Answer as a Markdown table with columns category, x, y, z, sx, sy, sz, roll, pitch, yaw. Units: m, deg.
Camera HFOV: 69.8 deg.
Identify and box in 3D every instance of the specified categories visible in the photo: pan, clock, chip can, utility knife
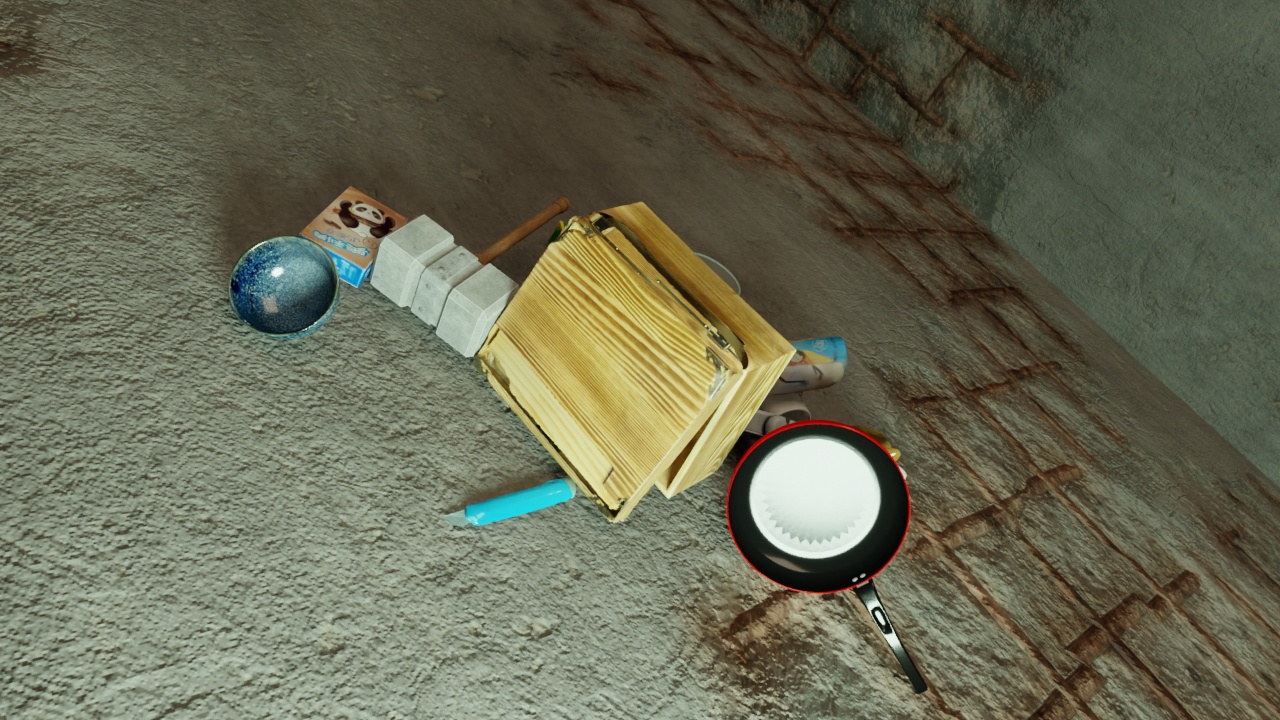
| category | x | y | z | sx | sy | sz | roll | pitch | yaw |
| --- | --- | --- | --- | --- | --- | --- | --- | --- | --- |
| pan | 0.244 | 0.232 | 1.084 | 0.356 | 0.209 | 0.067 | 59 | 12 | -7 |
| clock | 0.112 | -0.118 | 1.523 | 0.122 | 0.045 | 0.159 | 2 | 42 | -40 |
| chip can | 0.168 | 0.011 | 1.274 | 0.229 | 0.080 | 0.079 | -4 | 39 | -1 |
| utility knife | -0.132 | 0.150 | 0.968 | 0.173 | 0.015 | 0.031 | -7 | 47 | -46 |
| clock | 0.159 | 0.084 | 1.234 | 0.123 | 0.035 | 0.094 | 13 | -3 | 31 |

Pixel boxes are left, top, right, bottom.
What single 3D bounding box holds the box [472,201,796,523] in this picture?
| category | x | y | z | sx | sy | sz | roll | pitch | yaw |
| --- | --- | --- | --- | --- | --- | --- | --- | --- | --- |
| box | -0.013 | -0.009 | 1.057 | 0.214 | 0.258 | 0.279 | -19 | 57 | -43 |

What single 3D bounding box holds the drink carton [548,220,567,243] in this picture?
| category | x | y | z | sx | sy | sz | roll | pitch | yaw |
| --- | --- | --- | --- | --- | --- | --- | --- | --- | --- |
| drink carton | -0.075 | -0.167 | 1.420 | 0.122 | 0.041 | 0.058 | 15 | 37 | -29 |

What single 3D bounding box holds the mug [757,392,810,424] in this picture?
| category | x | y | z | sx | sy | sz | roll | pitch | yaw |
| --- | --- | --- | --- | --- | --- | --- | --- | --- | --- |
| mug | 0.203 | 0.070 | 1.341 | 0.110 | 0.074 | 0.090 | 40 | 20 | -47 |

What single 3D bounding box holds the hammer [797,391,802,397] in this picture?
| category | x | y | z | sx | sy | sz | roll | pitch | yaw |
| --- | --- | --- | --- | --- | --- | --- | --- | --- | --- |
| hammer | 0.110 | -0.008 | 1.383 | 0.300 | 0.037 | 0.217 | 35 | 32 | -1 |

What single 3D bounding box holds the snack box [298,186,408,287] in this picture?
| category | x | y | z | sx | sy | sz | roll | pitch | yaw |
| --- | --- | --- | --- | --- | --- | --- | --- | --- | --- |
| snack box | -0.360 | -0.157 | 1.151 | 0.087 | 0.034 | 0.151 | 29 | 33 | -10 |

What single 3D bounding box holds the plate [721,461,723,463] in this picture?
| category | x | y | z | sx | sy | sz | roll | pitch | yaw |
| --- | --- | --- | --- | --- | --- | --- | --- | --- | --- |
| plate | 0.052 | 0.097 | 1.210 | 0.134 | 0.011 | 0.134 | 24 | 33 | -17 |

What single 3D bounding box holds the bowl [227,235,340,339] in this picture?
| category | x | y | z | sx | sy | sz | roll | pitch | yaw |
| --- | --- | --- | --- | --- | --- | --- | --- | --- | --- |
| bowl | -0.375 | -0.071 | 0.984 | 0.114 | 0.061 | 0.114 | 1 | 73 | -3 |

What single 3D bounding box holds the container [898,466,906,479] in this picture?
| category | x | y | z | sx | sy | sz | roll | pitch | yaw |
| --- | --- | --- | --- | --- | --- | --- | --- | --- | --- |
| container | 0.329 | 0.161 | 1.344 | 0.129 | 0.050 | 0.080 | 40 | 32 | 8 |

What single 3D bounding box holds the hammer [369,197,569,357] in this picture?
| category | x | y | z | sx | sy | sz | roll | pitch | yaw |
| --- | --- | --- | --- | --- | --- | --- | --- | --- | --- |
| hammer | -0.181 | -0.149 | 1.197 | 0.163 | 0.083 | 0.316 | 37 | 43 | 7 |

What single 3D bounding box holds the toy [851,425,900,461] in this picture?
| category | x | y | z | sx | sy | sz | roll | pitch | yaw |
| --- | --- | --- | --- | --- | --- | --- | --- | --- | --- |
| toy | 0.265 | 0.153 | 1.209 | 0.198 | 0.163 | 0.203 | 65 | 18 | -10 |
